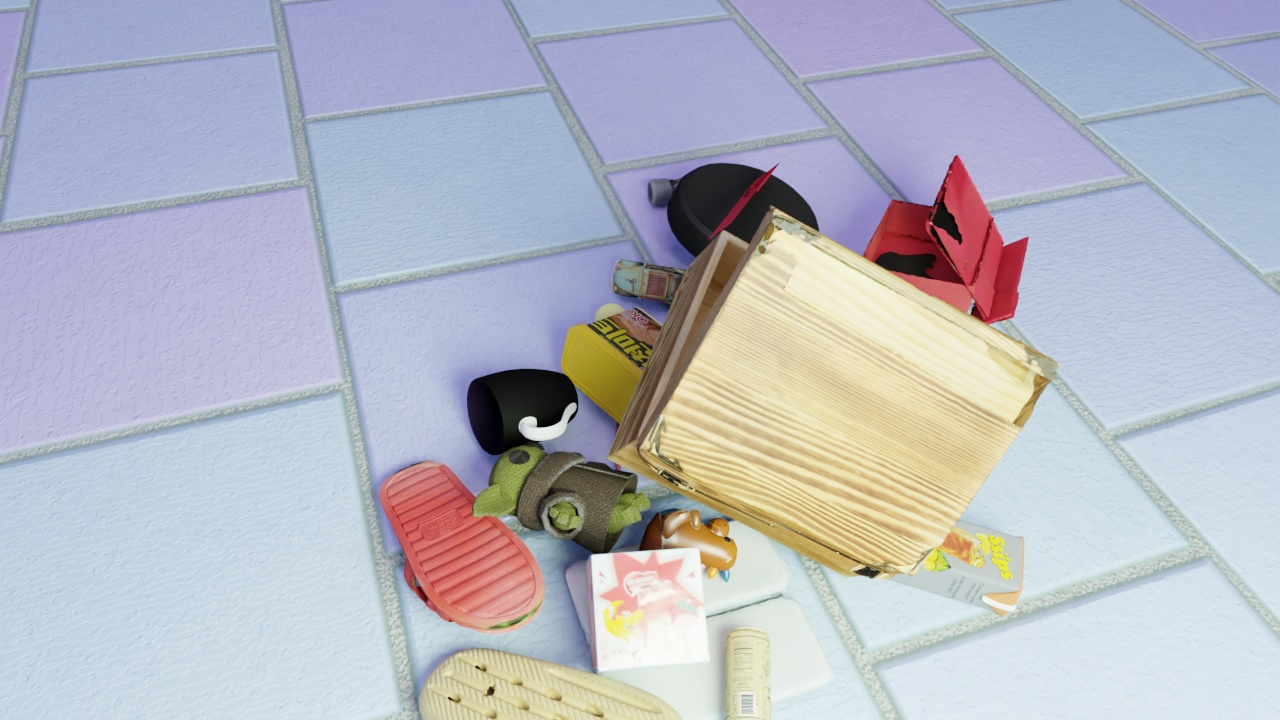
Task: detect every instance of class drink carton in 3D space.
[{"bbox_3d":[0.303,0.192,0.893,0.125,0.049,0.076,15,48,10],"label":"drink carton"}]

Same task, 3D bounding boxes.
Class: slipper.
[{"bbox_3d":[-0.173,0.182,0.865,0.103,0.059,0.249,-27,38,-25],"label":"slipper"},{"bbox_3d":[-0.066,0.309,0.744,0.262,0.079,0.111,10,41,31],"label":"slipper"}]

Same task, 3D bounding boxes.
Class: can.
[{"bbox_3d":[-0.006,0.006,1.021,0.100,0.073,0.131,-23,51,-42],"label":"can"},{"bbox_3d":[0.092,0.272,0.782,0.038,0.038,0.079,5,52,0],"label":"can"}]

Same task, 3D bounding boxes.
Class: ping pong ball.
[{"bbox_3d":[-0.035,-0.049,1.103,0.040,0.040,0.040,2,47,-2],"label":"ping pong ball"}]

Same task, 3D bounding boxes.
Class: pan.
[{"bbox_3d":[0.121,-0.133,1.146,0.204,0.044,0.354,19,46,-2],"label":"pan"}]

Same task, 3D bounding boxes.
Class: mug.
[{"bbox_3d":[-0.111,0.053,0.964,0.100,0.085,0.119,-14,24,-34],"label":"mug"}]

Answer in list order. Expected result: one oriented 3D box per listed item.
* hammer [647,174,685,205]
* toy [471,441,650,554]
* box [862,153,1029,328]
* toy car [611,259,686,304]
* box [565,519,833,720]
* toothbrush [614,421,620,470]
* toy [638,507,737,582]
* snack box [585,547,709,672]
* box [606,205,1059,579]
[{"bbox_3d":[0.127,-0.146,1.216,0.169,0.034,0.324,-7,49,-12],"label":"hammer"},{"bbox_3d":[-0.070,0.126,0.874,0.153,0.078,0.179,18,14,12],"label":"toy"},{"bbox_3d":[0.473,-0.139,0.998,0.469,0.138,0.213,-2,28,30],"label":"box"},{"bbox_3d":[0.018,-0.096,1.138,0.112,0.047,0.047,9,7,6],"label":"toy car"},{"bbox_3d":[0.050,0.240,0.844,0.209,0.038,0.189,-11,46,-13],"label":"box"},{"bbox_3d":[-0.027,0.097,0.985,0.016,0.015,0.184,2,46,2],"label":"toothbrush"},{"bbox_3d":[0.042,0.189,0.854,0.090,0.071,0.102,18,67,-2],"label":"toy"},{"bbox_3d":[0.004,0.211,0.779,0.093,0.080,0.094,-2,73,-7],"label":"snack box"},{"bbox_3d":[0.156,0.042,0.801,0.279,0.265,0.269,28,69,-11],"label":"box"}]
